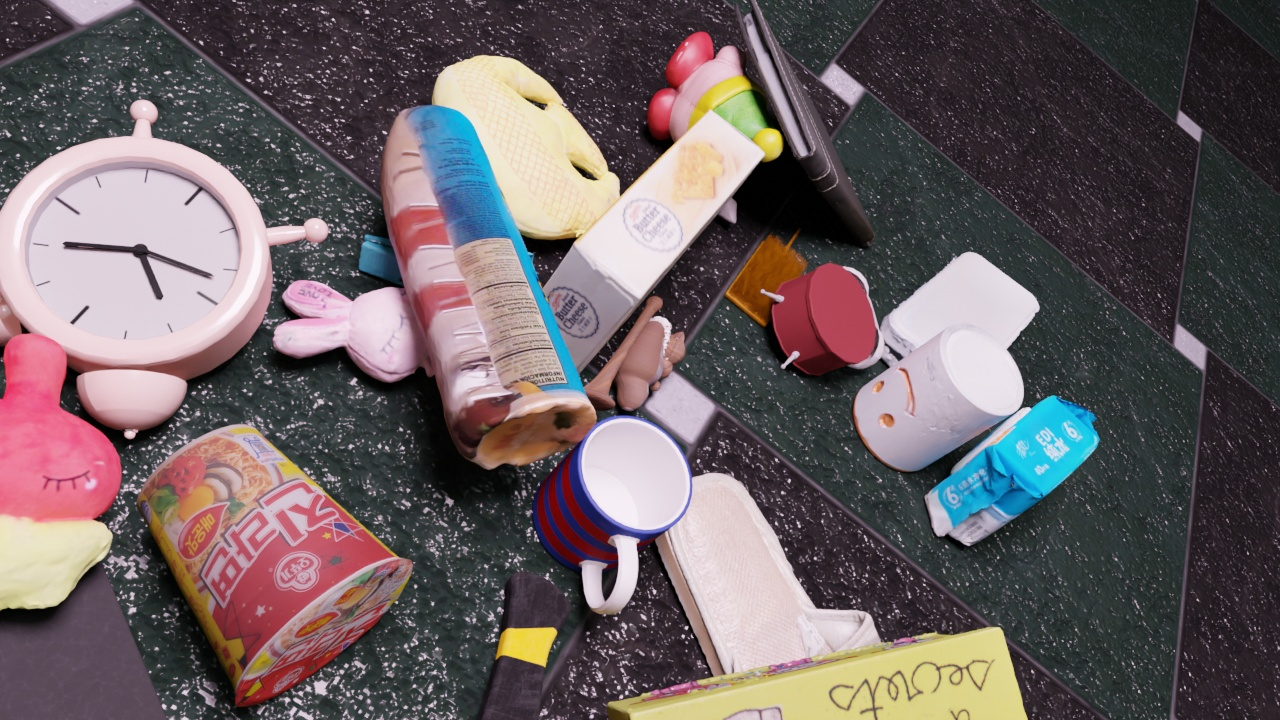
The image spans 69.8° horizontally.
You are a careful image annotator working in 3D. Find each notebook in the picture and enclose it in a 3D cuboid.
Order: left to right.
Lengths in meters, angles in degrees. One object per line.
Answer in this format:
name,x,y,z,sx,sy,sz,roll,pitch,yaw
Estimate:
notebook,-0.345,0.145,0.380,0.230,0.019,0.169,-21,74,-37
notebook,0.145,-0.203,0.801,0.209,0.029,0.169,31,37,-62

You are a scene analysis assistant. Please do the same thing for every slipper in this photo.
slipper,0.099,0.191,0.584,0.114,0.054,0.272,-24,74,-33

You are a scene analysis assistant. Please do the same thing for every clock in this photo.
clock,-0.278,-0.049,0.513,0.131,0.086,0.160,35,59,-6
clock,0.156,-0.033,0.749,0.124,0.044,0.087,-7,79,-44

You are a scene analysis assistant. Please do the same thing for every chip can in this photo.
chip can,-0.102,-0.049,0.551,0.079,0.080,0.229,-6,58,-32

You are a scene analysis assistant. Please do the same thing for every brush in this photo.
brush,0.117,-0.082,0.786,0.048,0.017,0.126,39,50,-2

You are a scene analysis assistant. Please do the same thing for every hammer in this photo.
hammer,-0.086,0.257,0.452,0.169,0.034,0.323,21,51,-15

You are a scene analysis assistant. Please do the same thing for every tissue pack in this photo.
tissue pack,0.297,0.086,0.735,0.144,0.093,0.061,-23,67,-38

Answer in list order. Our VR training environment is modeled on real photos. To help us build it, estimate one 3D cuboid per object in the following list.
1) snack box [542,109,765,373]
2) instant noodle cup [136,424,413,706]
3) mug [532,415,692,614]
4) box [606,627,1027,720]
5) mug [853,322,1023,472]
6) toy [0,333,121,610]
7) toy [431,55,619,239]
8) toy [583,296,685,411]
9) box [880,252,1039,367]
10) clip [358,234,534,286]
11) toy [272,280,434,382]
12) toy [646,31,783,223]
snack box,0.005,-0.091,0.671,0.057,0.104,0.207,40,50,-2
instant noodle cup,-0.188,0.094,0.457,0.112,0.101,0.100,46,49,13
mug,-0.019,0.099,0.556,0.075,0.076,0.111,15,55,-21
box,0.102,0.224,0.497,0.220,0.079,0.124,-5,76,-13
mug,0.233,0.031,0.723,0.082,0.106,0.082,15,55,-22
toy,-0.292,0.052,0.423,0.091,0.045,0.135,0,69,-33
toy,-0.091,-0.157,0.686,0.154,0.065,0.170,-22,75,-43
toy,-0.004,0.004,0.647,0.101,0.042,0.055,-57,135,-31
box,0.297,-0.037,0.840,0.213,0.063,0.118,-33,78,-39
clip,-0.115,-0.047,0.615,0.120,0.033,0.118,-11,51,-38
toy,-0.167,-0.020,0.568,0.110,0.047,0.063,8,49,-22
toy,0.064,-0.193,0.761,0.131,0.124,0.096,36,20,14
